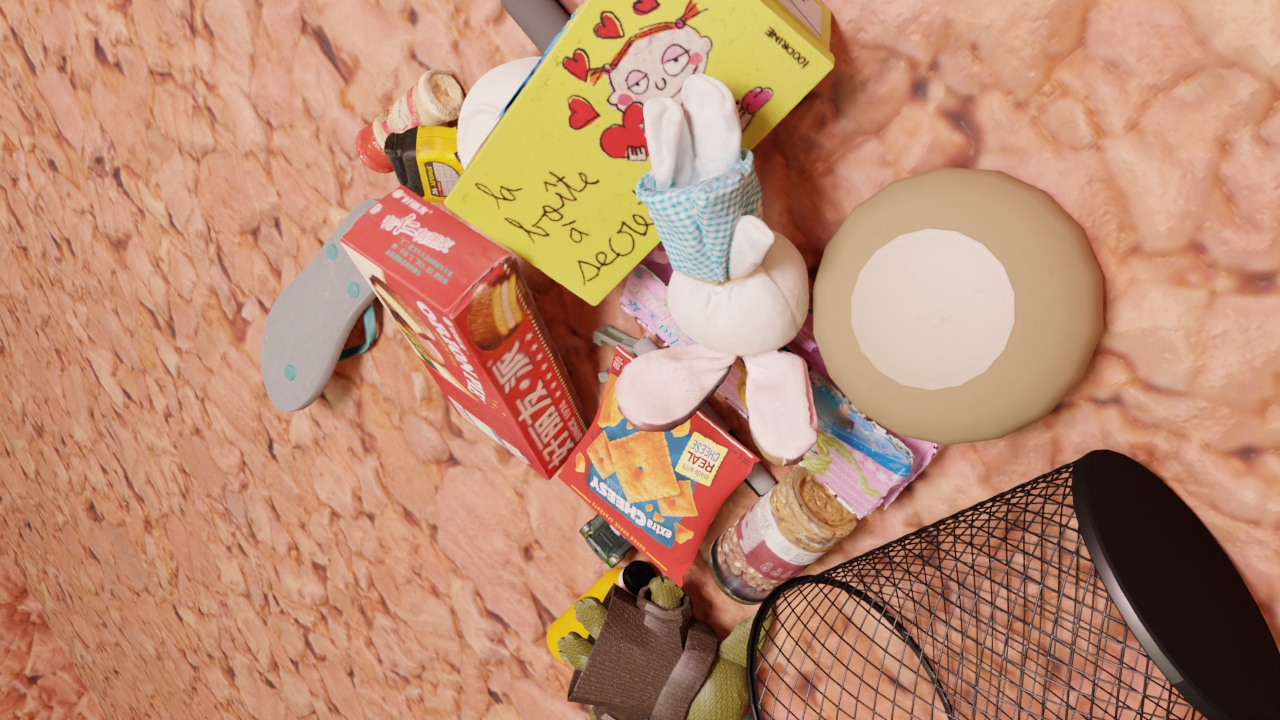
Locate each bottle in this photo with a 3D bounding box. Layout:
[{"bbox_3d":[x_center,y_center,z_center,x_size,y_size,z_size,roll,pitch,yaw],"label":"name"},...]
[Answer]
[{"bbox_3d":[-0.049,-0.208,0.616,0.113,0.030,0.030,51,133,9],"label":"bottle"},{"bbox_3d":[0.096,0.121,0.631,0.056,0.056,0.105,48,132,12],"label":"bottle"},{"bbox_3d":[-0.184,-0.189,0.730,0.109,0.044,0.044,-22,95,42],"label":"bottle"},{"bbox_3d":[-0.033,0.216,0.792,0.043,0.043,0.144,49,133,11],"label":"bottle"}]

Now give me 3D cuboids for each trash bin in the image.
[{"bbox_3d":[0.195,0.160,0.493,0.184,0.183,0.211,53,127,8],"label":"trash bin"}]

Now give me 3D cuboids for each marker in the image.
[{"bbox_3d":[0.045,0.039,0.646,0.140,0.016,0.016,49,133,-3],"label":"marker"}]

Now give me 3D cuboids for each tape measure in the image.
[{"bbox_3d":[-0.158,-0.154,0.713,0.064,0.037,0.066,-5,152,5],"label":"tape measure"}]

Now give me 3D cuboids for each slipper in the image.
[{"bbox_3d":[-0.294,-0.055,0.888,0.098,0.054,0.270,51,122,13],"label":"slipper"}]

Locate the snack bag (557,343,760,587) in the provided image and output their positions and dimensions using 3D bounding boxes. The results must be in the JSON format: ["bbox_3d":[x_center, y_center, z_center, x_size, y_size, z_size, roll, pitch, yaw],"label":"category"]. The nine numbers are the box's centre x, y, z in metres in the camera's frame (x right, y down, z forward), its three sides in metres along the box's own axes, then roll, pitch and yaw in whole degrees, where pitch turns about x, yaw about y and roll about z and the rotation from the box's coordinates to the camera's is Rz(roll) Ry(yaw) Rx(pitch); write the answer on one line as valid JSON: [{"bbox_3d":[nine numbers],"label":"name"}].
[{"bbox_3d":[0.008,0.078,0.670,0.131,0.039,0.144,39,129,18],"label":"snack bag"}]

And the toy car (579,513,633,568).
[{"bbox_3d":[-0.016,0.132,0.743,0.042,0.036,0.091,47,131,12],"label":"toy car"}]

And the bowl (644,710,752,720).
[{"bbox_3d":[0.044,0.333,0.760,0.137,0.057,0.136,-11,63,21],"label":"bowl"}]

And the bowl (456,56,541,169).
[{"bbox_3d":[-0.087,-0.154,0.652,0.113,0.063,0.113,18,120,34],"label":"bowl"}]

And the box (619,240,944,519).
[{"bbox_3d":[0.080,0.004,0.592,0.230,0.053,0.085,42,130,17],"label":"box"}]

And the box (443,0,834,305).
[{"bbox_3d":[-0.006,-0.143,0.534,0.124,0.080,0.222,36,127,-18],"label":"box"}]

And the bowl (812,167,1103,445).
[{"bbox_3d":[0.158,-0.028,0.485,0.152,0.050,0.152,3,96,30],"label":"bowl"}]

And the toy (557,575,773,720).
[{"bbox_3d":[0.013,0.237,0.713,0.153,0.078,0.179,23,101,-2],"label":"toy"}]

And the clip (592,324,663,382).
[{"bbox_3d":[-0.001,-0.001,0.680,0.076,0.023,0.059,10,117,39],"label":"clip"}]

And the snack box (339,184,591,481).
[{"bbox_3d":[-0.116,-0.010,0.667,0.113,0.060,0.237,32,159,27],"label":"snack box"}]

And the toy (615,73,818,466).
[{"bbox_3d":[0.043,-0.057,0.509,0.131,0.105,0.206,8,125,32],"label":"toy"}]
